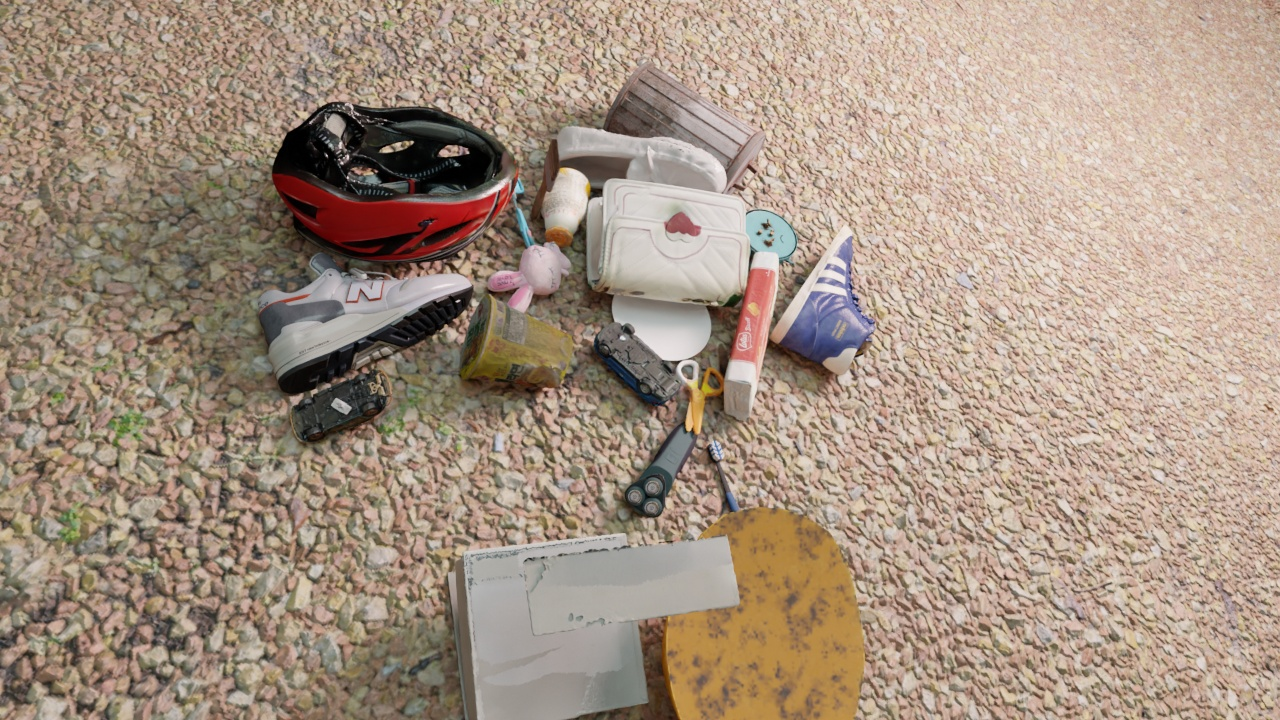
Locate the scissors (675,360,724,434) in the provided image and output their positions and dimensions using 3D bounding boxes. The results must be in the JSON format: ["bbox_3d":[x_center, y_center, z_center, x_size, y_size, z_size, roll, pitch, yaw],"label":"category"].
[{"bbox_3d":[0.065,0.044,1.118,0.070,0.013,0.130,24,40,-2],"label":"scissors"}]

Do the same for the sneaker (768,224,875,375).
[{"bbox_3d":[0.279,-0.080,1.246,0.118,0.092,0.232,33,54,7],"label":"sneaker"}]

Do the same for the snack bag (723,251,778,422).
[{"bbox_3d":[0.143,-0.035,1.176,0.041,0.078,0.224,10,54,13],"label":"snack bag"}]

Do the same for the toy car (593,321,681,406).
[{"bbox_3d":[-0.007,0.006,1.111,0.120,0.044,0.056,44,54,7],"label":"toy car"}]

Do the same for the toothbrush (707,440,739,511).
[{"bbox_3d":[0.110,0.171,1.070,0.014,0.014,0.167,1,58,-34],"label":"toothbrush"}]

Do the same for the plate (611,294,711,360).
[{"bbox_3d":[0.026,-0.055,1.183,0.134,0.011,0.134,10,56,-15],"label":"plate"}]

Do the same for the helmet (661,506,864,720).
[{"bbox_3d":[0.104,0.283,0.921,0.205,0.132,0.255,13,69,-15],"label":"helmet"}]

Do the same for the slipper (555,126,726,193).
[{"bbox_3d":[-0.007,-0.256,1.221,0.247,0.112,0.074,13,74,15],"label":"slipper"}]

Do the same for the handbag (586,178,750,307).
[{"bbox_3d":[0.034,-0.146,1.169,0.198,0.096,0.142,4,77,-20],"label":"handbag"}]

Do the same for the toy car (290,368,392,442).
[{"bbox_3d":[-0.309,0.051,0.966,0.112,0.047,0.047,-23,66,0],"label":"toy car"}]

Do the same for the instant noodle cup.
[{"bbox_3d":[-0.141,-0.013,1.049,0.108,0.102,0.102,17,54,-22],"label":"instant noodle cup"}]

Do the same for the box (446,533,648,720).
[{"bbox_3d":[-0.135,0.335,1.002,0.168,0.405,0.171,-2,60,-23],"label":"box"}]

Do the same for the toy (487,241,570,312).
[{"bbox_3d":[-0.132,-0.104,1.130,0.109,0.047,0.063,-41,97,-21],"label":"toy"}]

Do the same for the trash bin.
[{"bbox_3d":[0.068,-0.310,1.290,0.211,0.131,0.130,35,53,5],"label":"trash bin"}]

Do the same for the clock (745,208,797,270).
[{"bbox_3d":[0.157,-0.168,1.280,0.124,0.053,0.089,9,56,-16],"label":"clock"}]

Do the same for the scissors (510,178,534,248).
[{"bbox_3d":[-0.155,-0.199,1.171,0.015,0.135,0.135,-14,19,3],"label":"scissors"}]

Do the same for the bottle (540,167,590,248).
[{"bbox_3d":[-0.100,-0.198,1.193,0.063,0.063,0.108,14,55,-12],"label":"bottle"}]

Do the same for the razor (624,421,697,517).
[{"bbox_3d":[0.030,0.120,1.057,0.047,0.052,0.142,33,44,4],"label":"razor"}]

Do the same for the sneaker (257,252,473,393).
[{"bbox_3d":[-0.312,-0.068,1.014,0.239,0.089,0.124,-31,76,-30],"label":"sneaker"}]

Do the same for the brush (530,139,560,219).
[{"bbox_3d":[-0.121,-0.217,1.148,0.008,0.143,0.045,0,67,-19],"label":"brush"}]

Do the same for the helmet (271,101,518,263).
[{"bbox_3d":[-0.278,-0.203,1.059,0.272,0.167,0.217,2,42,-6],"label":"helmet"}]
